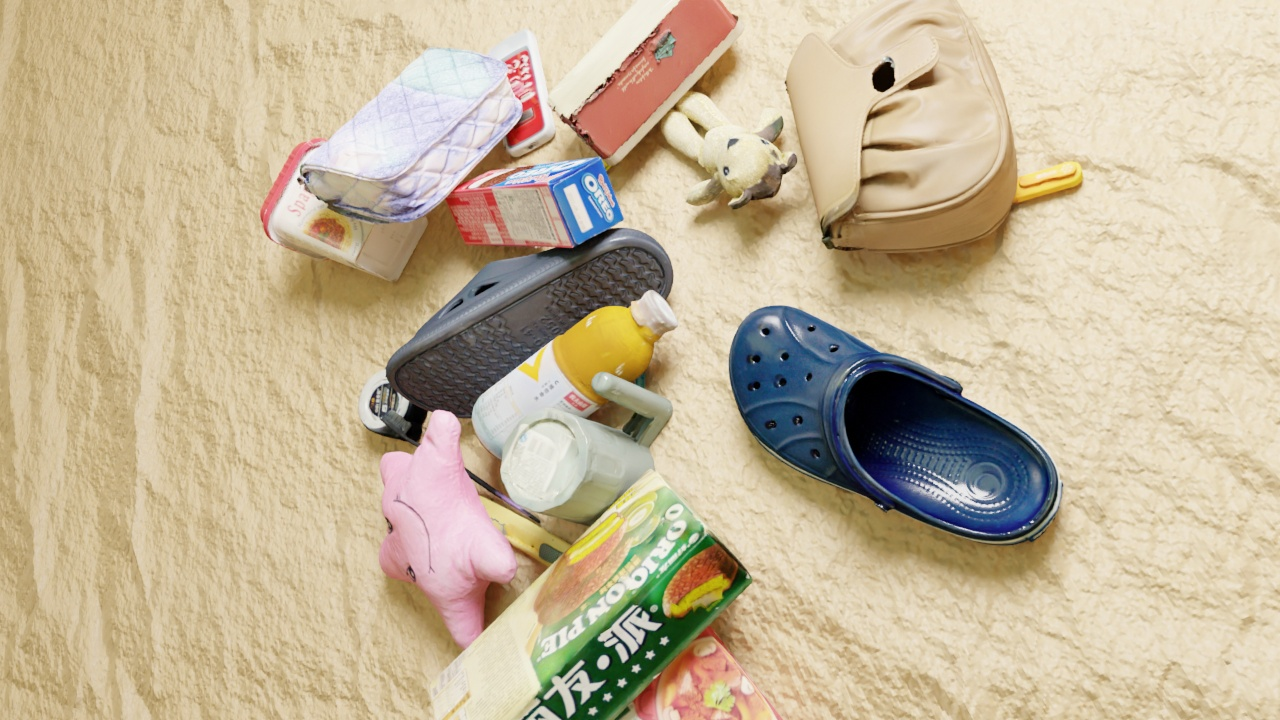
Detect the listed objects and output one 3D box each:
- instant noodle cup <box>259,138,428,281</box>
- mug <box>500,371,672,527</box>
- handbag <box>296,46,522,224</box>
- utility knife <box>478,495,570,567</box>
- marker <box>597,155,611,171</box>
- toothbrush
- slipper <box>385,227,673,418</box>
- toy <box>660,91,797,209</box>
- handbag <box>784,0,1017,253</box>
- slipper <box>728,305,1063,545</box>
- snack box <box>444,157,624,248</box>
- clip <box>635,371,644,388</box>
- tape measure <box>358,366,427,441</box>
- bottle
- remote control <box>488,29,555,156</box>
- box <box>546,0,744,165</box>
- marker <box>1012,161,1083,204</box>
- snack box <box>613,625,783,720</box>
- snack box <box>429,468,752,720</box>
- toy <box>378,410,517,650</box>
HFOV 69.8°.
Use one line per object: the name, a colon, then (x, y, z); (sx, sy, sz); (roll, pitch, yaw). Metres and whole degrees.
instant noodle cup: (-0.295, -0.145, 0.931); (0.124, 0.116, 0.116); (29, 90, 20)
mug: (-0.037, 0.070, 0.716); (0.084, 0.103, 0.124); (37, 95, 33)
handbag: (-0.209, -0.209, 0.856); (0.134, 0.076, 0.193); (19, 57, 29)
utility knife: (-0.093, 0.153, 0.776); (0.152, 0.018, 0.031); (21, 91, 37)
marker: (-0.003, -0.211, 0.838); (0.124, 0.015, 0.018); (-43, 21, 9)
toothbrush: (-0.160, 0.092, 0.813); (0.189, 0.014, 0.016); (29, 75, 21)
slipper: (-0.095, -0.040, 0.797); (0.268, 0.111, 0.083); (-28, 38, 14)
toy: (0.066, -0.179, 0.759); (0.105, 0.066, 0.157); (-41, 43, 5)
handbag: (0.185, -0.178, 0.669); (0.148, 0.099, 0.204); (-21, 57, 23)
slipper: (0.156, 0.044, 0.624); (0.253, 0.095, 0.105); (31, 88, 29)
snack box: (-0.097, -0.132, 0.787); (0.057, 0.058, 0.208); (-32, 23, -27)
clip: (-0.007, 0.004, 0.773); (0.038, 0.013, 0.055); (1, 77, 30)
tape measure: (-0.235, 0.041, 0.877); (0.066, 0.033, 0.065); (12, 80, 29)
bottle: (-0.053, 0.012, 0.750); (0.190, 0.068, 0.068); (-36, 60, 19)
remote control: (-0.120, -0.269, 0.918); (0.056, 0.020, 0.135); (-23, 65, 23)
box: (-0.004, -0.264, 0.801); (0.168, 0.079, 0.091); (-44, 33, 9)
marker: (0.253, -0.118, 0.664); (0.124, 0.015, 0.018); (-15, 61, 27)
snack box: (0.026, 0.250, 0.640); (0.113, 0.044, 0.127); (-41, 65, -1)
snack box: (-0.042, 0.195, 0.650); (0.240, 0.063, 0.114); (-44, 23, -3)
toy: (-0.173, 0.155, 0.781); (0.179, 0.074, 0.194); (-39, 71, 40)
